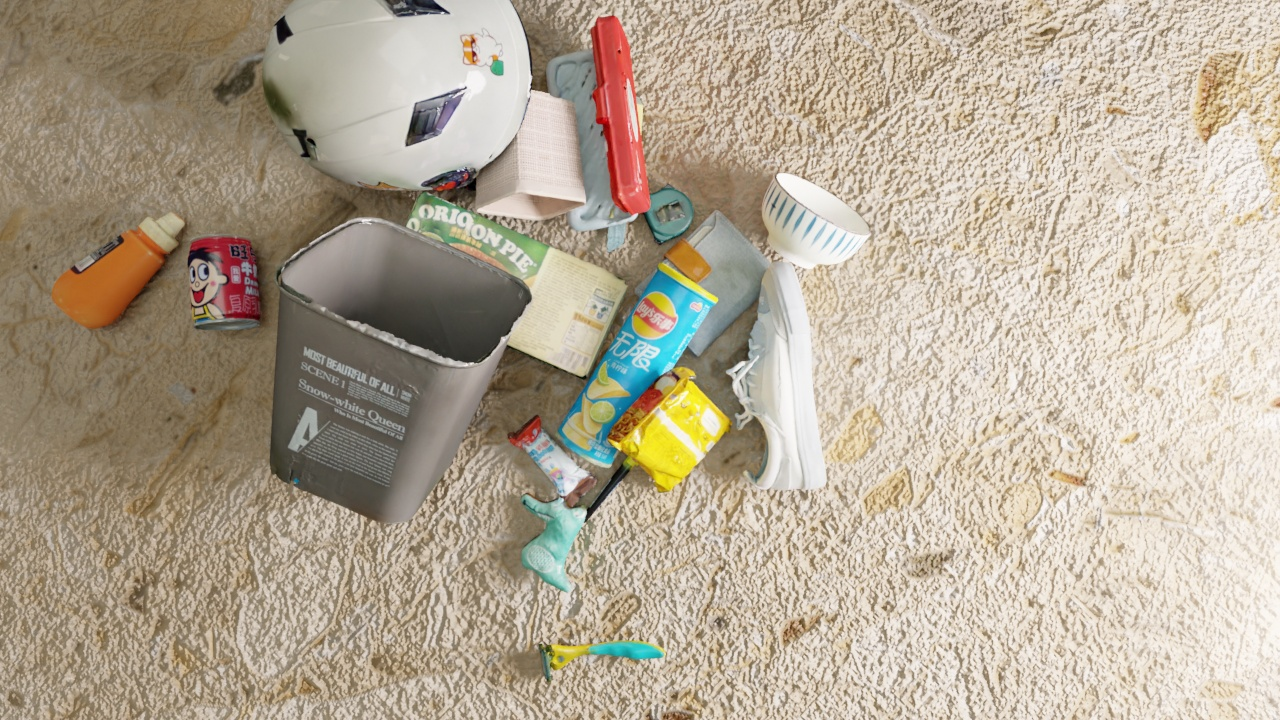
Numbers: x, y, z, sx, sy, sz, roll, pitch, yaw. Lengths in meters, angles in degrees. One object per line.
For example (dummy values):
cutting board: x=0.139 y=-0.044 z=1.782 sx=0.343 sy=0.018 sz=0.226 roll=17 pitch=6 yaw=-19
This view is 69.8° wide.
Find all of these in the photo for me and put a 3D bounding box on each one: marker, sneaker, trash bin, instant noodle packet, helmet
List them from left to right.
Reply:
helmet: x=-0.255 y=-0.267 z=0.872 sx=0.275 sy=0.156 sz=0.230 roll=-1 pitch=108 yaw=34
trash bin: x=-0.241 y=0.015 z=0.875 sx=0.199 sy=0.198 sz=0.220 roll=24 pitch=118 yaw=0
marker: x=-0.022 y=0.126 z=0.986 sx=0.015 sy=0.018 sz=0.124 roll=39 pitch=87 yaw=7
instant noodle packet: x=0.033 y=0.073 z=0.947 sx=0.110 sy=0.128 sz=0.044 roll=-44 pitch=49 yaw=-2
sneaker: x=0.135 y=0.019 z=0.967 sx=0.091 sy=0.089 sz=0.242 roll=-6 pitch=93 yaw=3

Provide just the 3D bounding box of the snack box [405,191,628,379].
snack box: x=-0.143 y=-0.077 z=0.975 sx=0.240 sy=0.063 sz=0.114 roll=23 pitch=86 yaw=1

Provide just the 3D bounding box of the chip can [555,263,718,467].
chip can: x=-0.006 y=0.006 z=0.950 sx=0.071 sy=0.071 sz=0.210 roll=33 pitch=97 yaw=1

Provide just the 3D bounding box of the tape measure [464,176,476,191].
tape measure: x=-0.188 y=-0.209 z=0.986 sx=0.039 sy=0.057 sz=0.058 roll=-42 pitch=96 yaw=-3

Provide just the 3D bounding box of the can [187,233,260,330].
can: x=-0.439 y=-0.082 z=0.968 sx=0.066 sy=0.066 sz=0.093 roll=-6 pitch=86 yaw=-2

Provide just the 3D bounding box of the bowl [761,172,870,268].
bowl: x=0.176 y=-0.140 z=0.968 sx=0.116 sy=0.116 sz=0.066 roll=31 pitch=117 yaw=1

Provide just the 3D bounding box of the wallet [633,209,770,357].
wallet: x=0.071 y=-0.086 z=0.992 sx=0.129 sy=0.037 sz=0.106 roll=-44 pitch=89 yaw=-4

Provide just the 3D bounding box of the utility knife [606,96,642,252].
utility knife: x=-0.019 y=-0.208 z=1.007 sx=0.031 sy=0.019 sz=0.182 roll=6 pitch=80 yaw=5

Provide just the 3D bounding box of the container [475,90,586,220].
container: x=-0.116 y=-0.212 z=0.947 sx=0.090 sy=0.090 sz=0.111 roll=1 pitch=84 yaw=-41

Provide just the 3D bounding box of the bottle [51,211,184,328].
bottle: x=-0.546 y=-0.102 z=0.973 sx=0.067 sy=0.067 sz=0.149 roll=43 pitch=79 yaw=2

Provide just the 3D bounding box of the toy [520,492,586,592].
toy: x=-0.095 y=0.185 z=0.974 sx=0.096 sy=0.030 sz=0.092 roll=30 pitch=92 yaw=14

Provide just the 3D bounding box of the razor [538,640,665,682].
razor: x=-0.040 y=0.311 z=0.969 sx=0.132 sy=0.028 sz=0.043 roll=-5 pitch=110 yaw=2

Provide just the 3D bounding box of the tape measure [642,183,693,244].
tape measure: x=0.030 y=-0.161 z=1.002 sx=0.054 sy=0.025 sz=0.058 roll=-23 pitch=88 yaw=-1

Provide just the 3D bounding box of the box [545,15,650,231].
box: x=-0.051 y=-0.247 z=0.965 sx=0.100 sy=0.094 sz=0.201 roll=-9 pitch=82 yaw=10

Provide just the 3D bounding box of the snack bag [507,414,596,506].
snack bag: x=-0.095 y=0.106 z=0.982 sx=0.045 sy=0.026 sz=0.105 roll=-42 pitch=91 yaw=1
